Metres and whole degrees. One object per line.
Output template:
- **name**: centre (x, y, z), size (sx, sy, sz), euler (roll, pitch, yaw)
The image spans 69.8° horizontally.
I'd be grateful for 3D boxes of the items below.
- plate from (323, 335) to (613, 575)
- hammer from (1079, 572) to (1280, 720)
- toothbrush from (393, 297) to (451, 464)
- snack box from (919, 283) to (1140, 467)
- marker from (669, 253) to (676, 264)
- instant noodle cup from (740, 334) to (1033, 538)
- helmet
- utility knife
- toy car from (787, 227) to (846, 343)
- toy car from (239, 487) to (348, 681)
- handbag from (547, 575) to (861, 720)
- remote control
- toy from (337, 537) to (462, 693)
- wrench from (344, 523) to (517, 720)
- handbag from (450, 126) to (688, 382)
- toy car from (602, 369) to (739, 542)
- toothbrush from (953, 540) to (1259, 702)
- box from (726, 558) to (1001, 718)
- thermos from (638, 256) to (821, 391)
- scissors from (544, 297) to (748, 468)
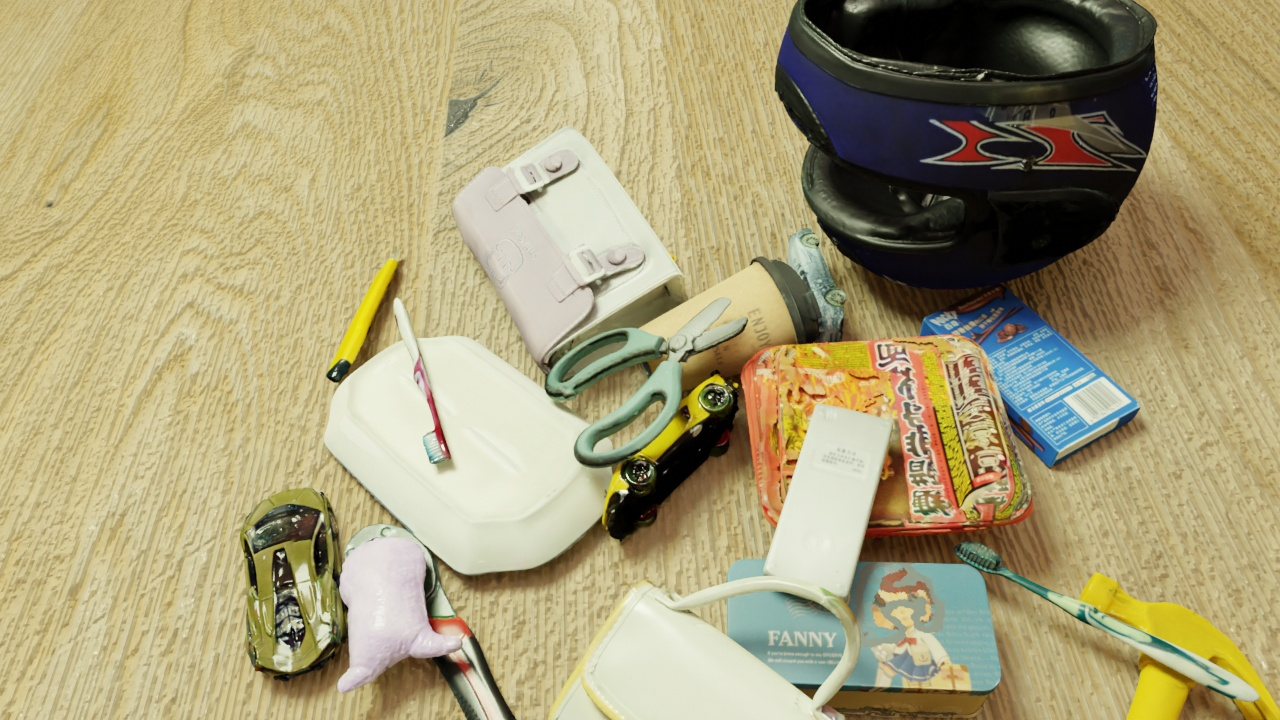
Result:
- **plate**: centre (-0.141, 0.057, 0.727), size (0.266, 0.034, 0.161), euler (35, 58, 30)
- **hammer**: centre (0.282, 0.270, 0.541), size (0.129, 0.033, 0.299), euler (27, 58, 24)
- **toothbrush**: centre (-0.180, 0.012, 0.738), size (0.017, 0.016, 0.187), euler (-25, 50, -4)
- **snack box**: centre (0.312, 0.007, 0.748), size (0.084, 0.026, 0.157), euler (-25, 54, -15)
- **marker**: centre (-0.028, -0.088, 0.857), size (0.124, 0.015, 0.018), euler (-3, 46, 5)
- **instant noodle cup**: centre (0.173, 0.064, 0.681), size (0.189, 0.079, 0.164), euler (-3, 53, 3)
- **helmet**: centre (0.250, -0.176, 0.756), size (0.315, 0.241, 0.247), euler (-10, 47, -16)
- **utility knife**: centre (-0.244, -0.043, 0.825), size (0.033, 0.015, 0.173), euler (-32, 33, 36)
- **toy car**: centre (0.148, -0.062, 0.798), size (0.037, 0.054, 0.120), euler (-7, 51, -4)
- **toy car**: centre (-0.254, 0.156, 0.667), size (0.070, 0.042, 0.158), euler (-18, 50, -10)
- **handbag**: centre (0.045, 0.198, 0.540), size (0.163, 0.063, 0.179), euler (32, 97, 25)
- **remote control**: centre (0.126, 0.093, 0.610), size (0.056, 0.019, 0.134), euler (13, 61, 18)
- **toy**: centre (-0.172, 0.166, 0.633), size (0.083, 0.039, 0.108), euler (-15, 47, -10)
- **wrench**: centre (-0.126, 0.211, 0.629), size (0.056, 0.016, 0.273), euler (-34, 57, -16)
- **handbag**: centre (-0.066, -0.094, 0.807), size (0.145, 0.098, 0.197), euler (-32, 61, -2)
- **toy car**: centre (0.022, 0.070, 0.693), size (0.041, 0.071, 0.155), euler (34, 62, 25)
- **toothbrush**: centre (0.295, 0.165, 0.591), size (0.192, 0.018, 0.016), euler (26, 57, 23)
- **box**: centre (0.135, 0.182, 0.604), size (0.184, 0.062, 0.089), euler (0, 51, 2)
- **thermos**: centre (0.069, -0.024, 0.756), size (0.143, 0.093, 0.093), euler (-23, 54, -5)
- **scissors**: centre (-0.004, 0.000, 0.703), size (0.177, 0.019, 0.169), euler (-47, 42, -13)
